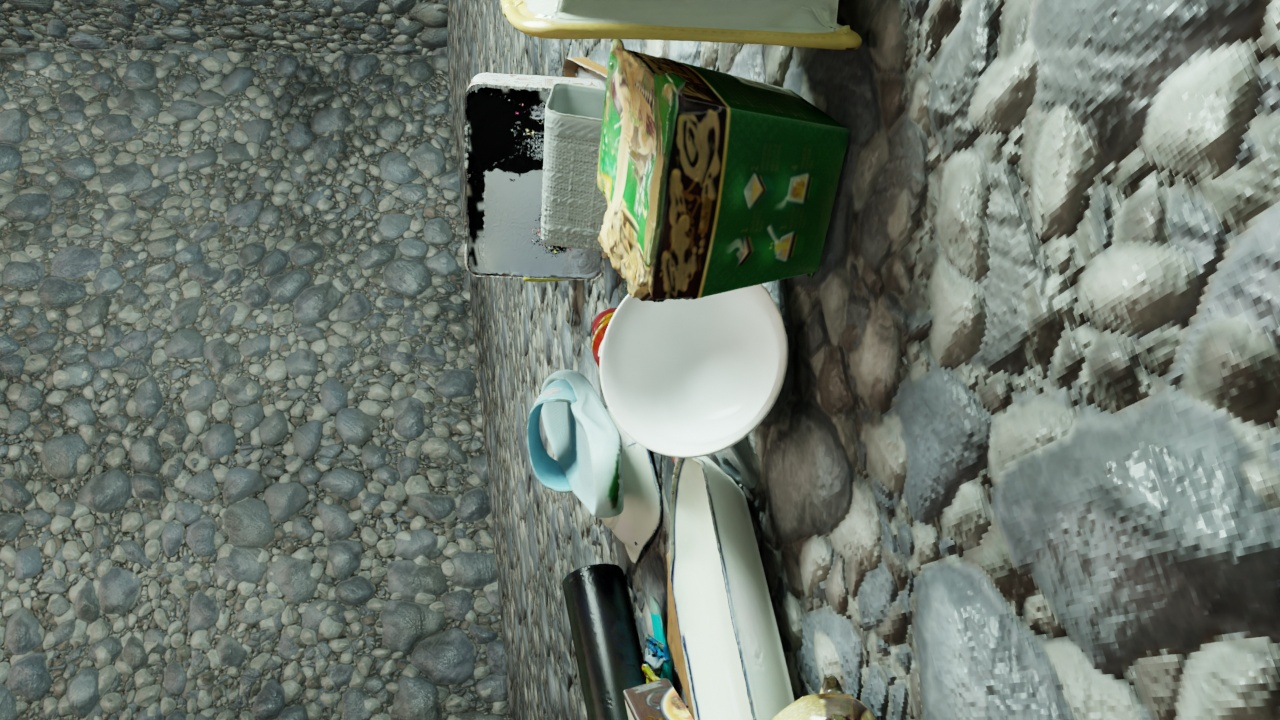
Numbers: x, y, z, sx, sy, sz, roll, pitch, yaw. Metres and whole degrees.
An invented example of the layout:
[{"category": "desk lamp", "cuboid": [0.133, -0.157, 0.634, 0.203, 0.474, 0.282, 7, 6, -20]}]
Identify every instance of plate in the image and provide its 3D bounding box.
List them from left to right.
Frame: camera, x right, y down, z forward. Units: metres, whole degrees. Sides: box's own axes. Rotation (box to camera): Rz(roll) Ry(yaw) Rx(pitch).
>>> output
[{"category": "plate", "cuboid": [-0.021, 0.110, 0.921, 0.164, 0.034, 0.164, 111, 153, -58]}, {"category": "plate", "cuboid": [0.059, 0.183, 0.599, 0.162, 0.034, 0.265, 98, 165, -50]}]

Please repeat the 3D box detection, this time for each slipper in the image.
[{"category": "slipper", "cuboid": [-0.071, 0.083, 0.886, 0.245, 0.074, 0.104, -138, 45, -68]}]

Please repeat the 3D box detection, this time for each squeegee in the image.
[{"category": "squeegee", "cuboid": [0.037, -0.023, 0.652, 0.248, 0.040, 0.249, 110, 151, -57]}]

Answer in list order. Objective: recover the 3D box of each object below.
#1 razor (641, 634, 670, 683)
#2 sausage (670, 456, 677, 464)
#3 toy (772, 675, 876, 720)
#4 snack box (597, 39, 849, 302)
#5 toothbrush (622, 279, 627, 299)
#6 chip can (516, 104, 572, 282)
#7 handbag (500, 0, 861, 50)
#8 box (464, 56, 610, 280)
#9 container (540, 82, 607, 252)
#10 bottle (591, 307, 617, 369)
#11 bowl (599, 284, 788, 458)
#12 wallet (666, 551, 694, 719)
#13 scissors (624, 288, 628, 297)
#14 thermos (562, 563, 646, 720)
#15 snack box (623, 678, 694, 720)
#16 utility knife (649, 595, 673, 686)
[{"category": "razor", "cuboid": [0.015, 0.319, 0.813, 0.043, 0.022, 0.142, 178, 85, -71]}, {"category": "sausage", "cuboid": [0.021, 0.056, 0.772, 0.155, 0.020, 0.020, -121, 31, -61]}, {"category": "toy", "cuboid": [0.089, 0.244, 0.465, 0.105, 0.066, 0.157, -59, -26, -85]}, {"category": "snack box", "cuboid": [0.041, -0.101, 0.484, 0.118, 0.105, 0.118, -117, 29, -55]}, {"category": "toothbrush", "cuboid": [-0.004, -0.136, 0.820, 0.016, 0.018, 0.192, -126, 35, -61]}, {"category": "chip can", "cuboid": [-0.113, -0.204, 1.119, 0.071, 0.071, 0.210, -177, 84, -76]}, {"category": "handbag", "cuboid": [0.011, -0.198, 0.461, 0.178, 0.163, 0.063, -121, 32, -62]}, {"category": "box", "cuboid": [-0.089, -0.194, 0.890, 0.192, 0.156, 0.183, -108, 21, -64]}, {"category": "container", "cuboid": [-0.036, -0.155, 0.754, 0.090, 0.090, 0.114, -88, 7, -59]}, {"category": "bottle", "cuboid": [-0.005, 0.005, 0.780, 0.175, 0.057, 0.057, -120, 30, -61]}, {"category": "bowl", "cuboid": [0.041, 0.004, 0.561, 0.064, 0.118, 0.118, 26, -127, -63]}, {"category": "wallet", "cuboid": [0.040, 0.228, 0.746, 0.101, 0.020, 0.115, -114, 22, -57]}, {"category": "scissors", "cuboid": [0.004, -0.098, 0.741, 0.175, 0.014, 0.160, -90, 11, -69]}, {"category": "thermos", "cuboid": [-0.036, 0.328, 0.923, 0.069, 0.090, 0.242, -57, 36, 40]}, {"category": "snack box", "cuboid": [0.026, 0.338, 0.731, 0.126, 0.053, 0.113, -150, 48, -71]}, {"category": "utility knife", "cuboid": [0.025, 0.293, 0.832, 0.029, 0.013, 0.157, 140, 122, -74]}]
